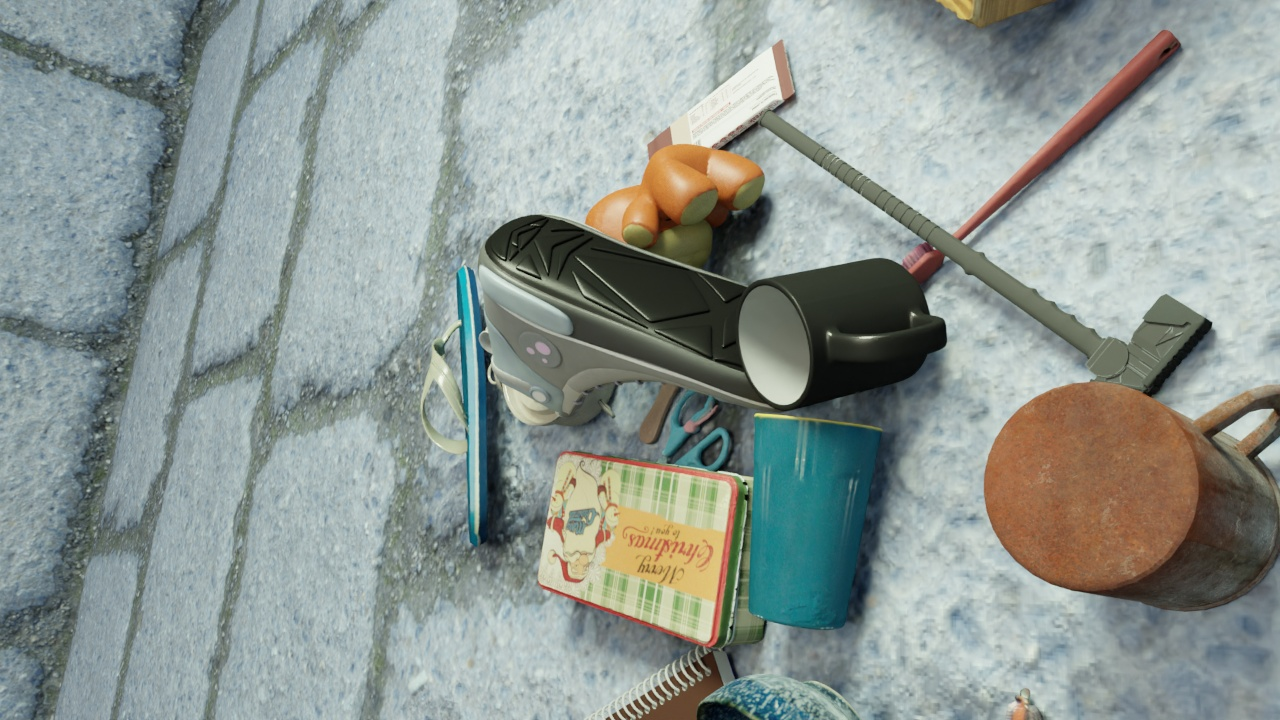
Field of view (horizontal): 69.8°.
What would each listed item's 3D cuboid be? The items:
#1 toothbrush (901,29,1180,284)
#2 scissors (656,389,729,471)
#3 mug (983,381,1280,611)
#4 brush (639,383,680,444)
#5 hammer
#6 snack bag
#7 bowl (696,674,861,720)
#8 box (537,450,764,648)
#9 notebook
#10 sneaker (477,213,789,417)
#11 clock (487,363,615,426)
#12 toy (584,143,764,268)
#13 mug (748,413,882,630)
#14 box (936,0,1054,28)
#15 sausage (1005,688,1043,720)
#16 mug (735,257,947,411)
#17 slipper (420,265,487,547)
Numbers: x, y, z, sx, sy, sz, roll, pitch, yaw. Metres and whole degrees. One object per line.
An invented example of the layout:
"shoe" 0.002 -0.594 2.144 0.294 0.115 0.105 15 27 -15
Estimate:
"toothbrush" 0.224 -0.113 0.532 0.190 0.016 0.016 -47 41 29
"scissors" 0.025 0.087 0.704 0.142 0.015 0.076 -58 43 27
"mug" 0.227 0.051 0.400 0.123 0.110 0.096 -52 49 24
"brush" 0.028 0.004 0.722 0.050 0.015 0.136 36 105 50
"hammer" 0.168 -0.075 0.558 0.325 0.015 0.095 49 117 40
"snack bag" 0.062 -0.197 0.756 0.158 0.013 0.057 -30 57 40
"bowl" 0.093 0.221 0.521 0.114 0.060 0.115 37 146 30
"box" 0.005 0.130 0.670 0.206 0.050 0.117 4 86 49
"notebook" 0.008 0.316 0.630 0.210 0.022 0.171 -43 49 31
"sneaker" -0.004 0.003 0.670 0.092 0.257 0.161 -56 -15 -42
"clock" -0.081 0.009 0.814 0.157 0.061 0.103 -3 78 42
"toy" 0.011 -0.105 0.714 0.176 0.111 0.096 -18 95 48
"mug" 0.101 0.097 0.560 0.078 0.078 0.121 3 84 50
"box" 0.261 -0.426 0.524 0.336 0.286 0.279 -22 47 -6
"sausage" 0.191 0.240 0.442 0.020 0.020 0.155 -17 64 46
"mug" 0.123 -0.015 0.535 0.114 0.087 0.078 15 114 63
"slipper" -0.181 0.035 0.894 0.118 0.060 0.294 122 145 -61
